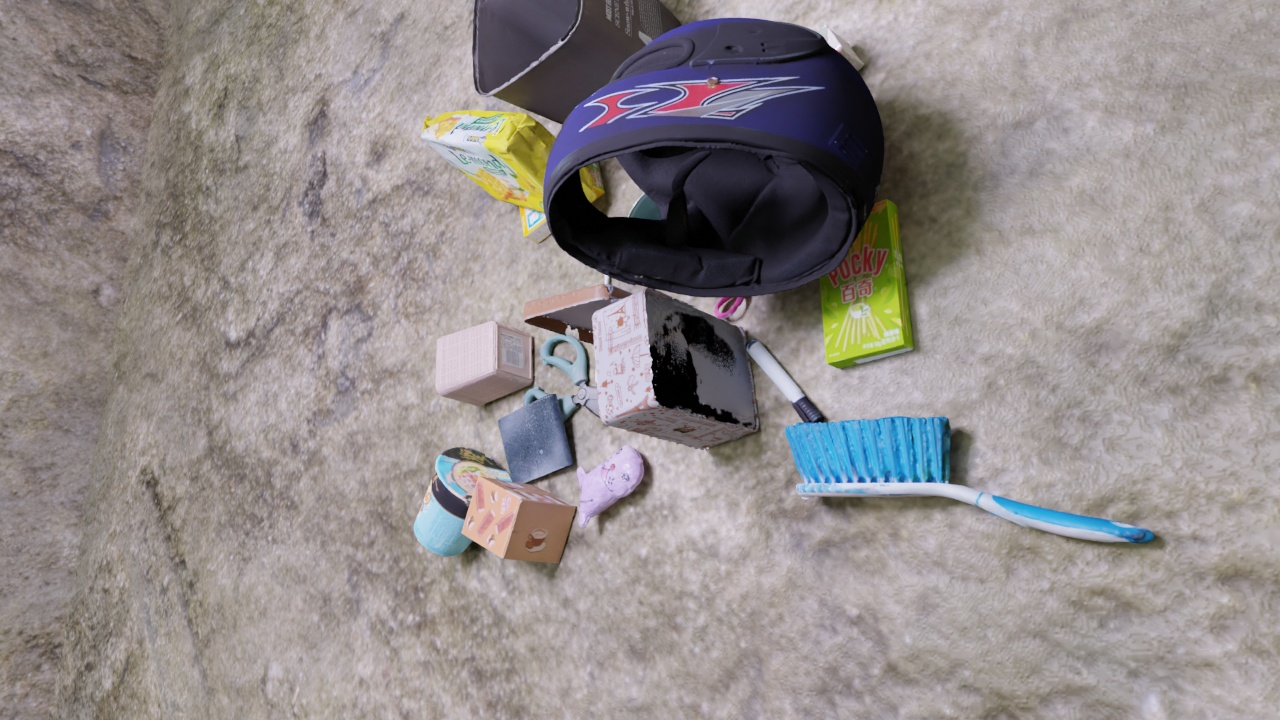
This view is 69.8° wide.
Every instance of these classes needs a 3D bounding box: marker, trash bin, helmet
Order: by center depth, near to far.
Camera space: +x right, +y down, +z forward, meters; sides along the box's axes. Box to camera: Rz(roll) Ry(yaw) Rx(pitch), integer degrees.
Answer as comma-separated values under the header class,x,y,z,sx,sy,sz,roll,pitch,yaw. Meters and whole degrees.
class,x,y,z,sx,sy,sz,roll,pitch,yaw
helmet,0.071,-0.207,0.888,0.248,0.315,0.239,97,176,-50
marker,0.148,0.022,0.963,0.130,0.022,0.018,53,143,39
trash bin,-0.068,-0.403,1.167,0.199,0.219,0.198,-21,62,39

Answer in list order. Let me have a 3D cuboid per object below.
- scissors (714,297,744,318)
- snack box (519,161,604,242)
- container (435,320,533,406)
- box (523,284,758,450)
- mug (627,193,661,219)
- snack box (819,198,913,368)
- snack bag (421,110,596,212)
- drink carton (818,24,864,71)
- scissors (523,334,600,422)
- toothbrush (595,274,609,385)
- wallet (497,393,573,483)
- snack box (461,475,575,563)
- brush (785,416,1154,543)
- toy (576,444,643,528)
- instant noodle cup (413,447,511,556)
class,x,y,z,sx,sy,sz,roll,pitch,yaw
scissors,0.128,-0.107,1.031,0.137,0.017,0.072,-42,43,21
snack box,-0.115,-0.238,1.291,0.141,0.033,0.086,-33,56,34
container,-0.213,0.002,1.271,0.111,0.090,0.089,-18,65,35
box,-0.002,0.015,0.998,0.218,0.180,0.157,-9,72,39
mug,0.048,-0.151,1.049,0.082,0.106,0.111,-10,62,52
snack box,0.222,-0.076,0.920,0.086,0.026,0.156,-16,66,39
snack bag,-0.176,-0.271,1.232,0.247,0.158,0.068,20,76,46
drink carton,0.181,-0.301,1.011,0.123,0.053,0.045,-43,52,27
scissors,-0.097,0.050,1.193,0.179,0.019,0.161,42,106,41
toothbrush,-0.049,-0.052,1.169,0.016,0.016,0.179,-16,62,39
wallet,-0.140,0.106,1.200,0.121,0.019,0.097,-25,74,40
snack box,-0.152,0.199,1.143,0.094,0.092,0.077,16,88,45
brush,0.270,0.101,0.804,0.315,0.060,0.109,-7,77,40
toy,-0.036,0.141,1.090,0.108,0.039,0.083,-39,42,30
instant noodle cup,-0.246,0.197,1.232,0.121,0.111,0.111,-56,46,25
